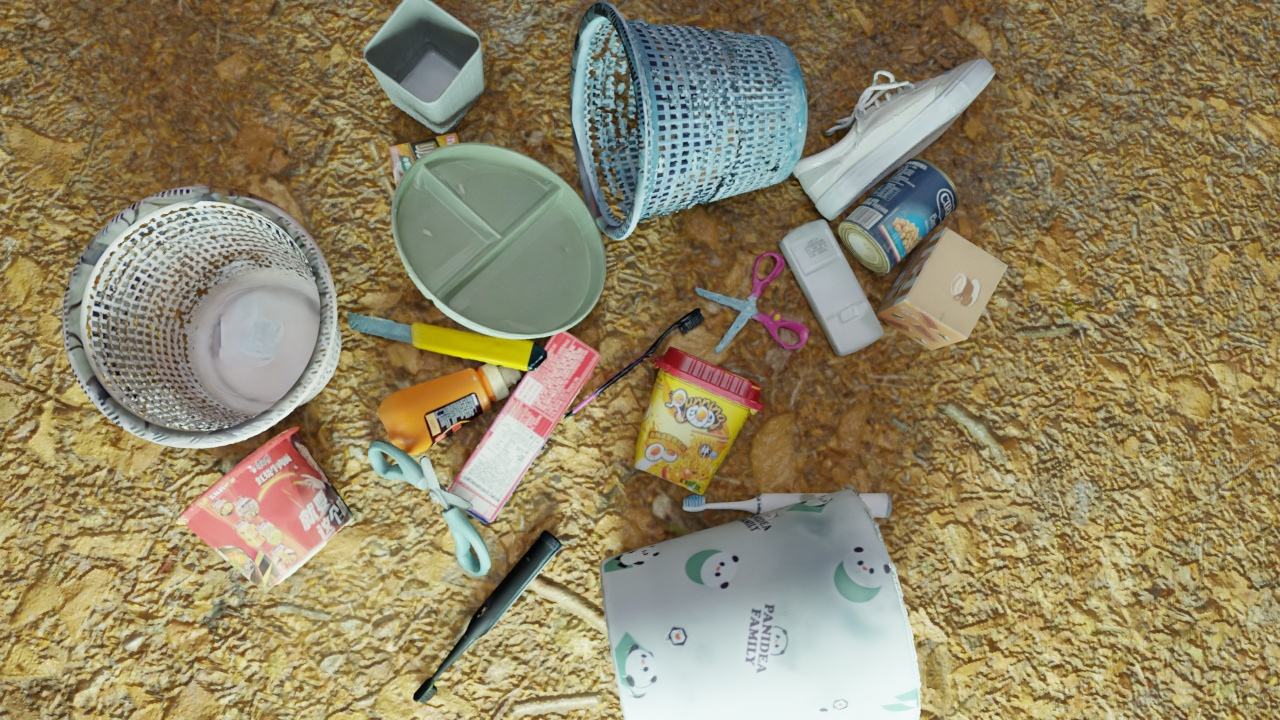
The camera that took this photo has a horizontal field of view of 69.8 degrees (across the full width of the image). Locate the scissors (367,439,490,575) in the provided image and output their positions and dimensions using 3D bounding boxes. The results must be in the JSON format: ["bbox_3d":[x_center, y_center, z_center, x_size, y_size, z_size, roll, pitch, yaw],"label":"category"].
[{"bbox_3d":[-0.208,0.145,0.915,0.019,0.175,0.170,-41,130,-33],"label":"scissors"}]

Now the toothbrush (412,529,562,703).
[{"bbox_3d":[-0.157,0.263,0.937,0.212,0.027,0.026,-50,45,-7],"label":"toothbrush"}]

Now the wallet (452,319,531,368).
[{"bbox_3d":[-0.157,-0.068,0.975,0.101,0.032,0.124,-27,85,-4],"label":"wallet"}]

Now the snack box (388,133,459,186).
[{"bbox_3d":[-0.213,-0.163,0.967,0.075,0.026,0.153,-14,71,-5],"label":"snack box"}]

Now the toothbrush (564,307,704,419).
[{"bbox_3d":[-0.006,0.006,0.985,0.189,0.014,0.018,-39,100,-7],"label":"toothbrush"}]

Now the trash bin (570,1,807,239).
[{"bbox_3d":[0.052,-0.245,0.933,0.195,0.227,0.226,-9,84,-18],"label":"trash bin"}]

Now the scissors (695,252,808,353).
[{"bbox_3d":[0.125,-0.061,1.002,0.133,0.017,0.136,20,85,2],"label":"scissors"}]

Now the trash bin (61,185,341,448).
[{"bbox_3d":[-0.381,-0.029,0.869,0.227,0.192,0.227,0,83,-4],"label":"trash bin"}]

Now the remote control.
[{"bbox_3d":[0.208,-0.080,1.006,0.058,0.021,0.150,-26,86,-7],"label":"remote control"}]

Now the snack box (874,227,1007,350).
[{"bbox_3d":[0.318,-0.073,0.977,0.077,0.094,0.092,32,81,0],"label":"snack box"}]

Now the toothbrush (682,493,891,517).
[{"bbox_3d":[0.155,0.153,0.972,0.221,0.026,0.026,1,116,-4],"label":"toothbrush"}]

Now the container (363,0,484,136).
[{"bbox_3d":[-0.218,-0.299,0.954,0.090,0.114,0.090,36,81,1],"label":"container"}]

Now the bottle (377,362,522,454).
[{"bbox_3d":[-0.191,0.041,0.945,0.149,0.067,0.066,-26,86,-14],"label":"bottle"}]

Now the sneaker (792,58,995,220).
[{"bbox_3d":[0.271,-0.262,1.005,0.242,0.089,0.090,-38,83,-1],"label":"sneaker"}]

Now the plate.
[{"bbox_3d":[-0.142,-0.121,0.932,0.230,0.028,0.229,14,59,-25],"label":"plate"}]

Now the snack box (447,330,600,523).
[{"bbox_3d":[-0.121,0.067,0.947,0.058,0.057,0.207,34,81,-2],"label":"snack box"}]

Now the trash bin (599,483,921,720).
[{"bbox_3d":[0.102,0.254,0.867,0.252,0.229,0.229,-12,84,0],"label":"trash bin"}]

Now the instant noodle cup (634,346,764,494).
[{"bbox_3d":[0.051,0.061,0.939,0.116,0.116,0.123,23,94,-2],"label":"instant noodle cup"}]

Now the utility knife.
[{"bbox_3d":[-0.203,-0.023,0.947,0.231,0.015,0.033,11,74,14],"label":"utility knife"}]

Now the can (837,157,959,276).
[{"bbox_3d":[0.277,-0.155,0.994,0.111,0.075,0.075,-42,88,-8],"label":"can"}]

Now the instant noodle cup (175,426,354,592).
[{"bbox_3d":[-0.352,0.147,0.886,0.137,0.138,0.108,-41,96,-8],"label":"instant noodle cup"}]
